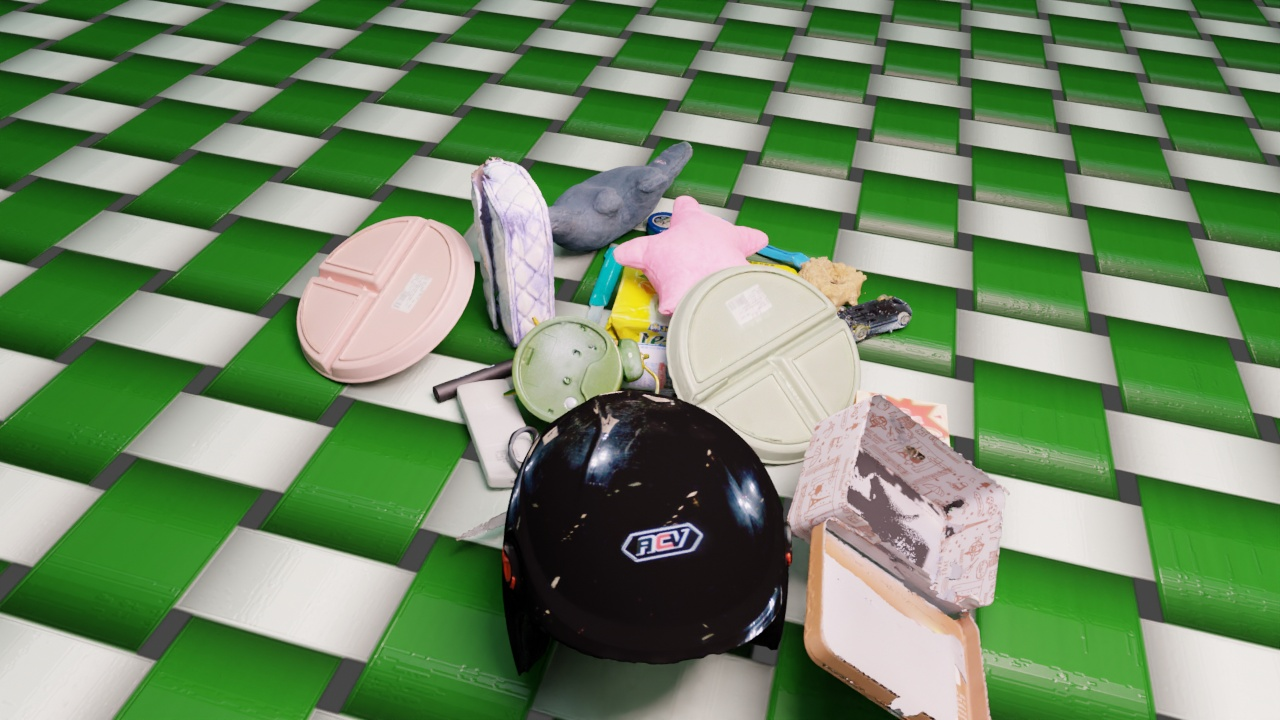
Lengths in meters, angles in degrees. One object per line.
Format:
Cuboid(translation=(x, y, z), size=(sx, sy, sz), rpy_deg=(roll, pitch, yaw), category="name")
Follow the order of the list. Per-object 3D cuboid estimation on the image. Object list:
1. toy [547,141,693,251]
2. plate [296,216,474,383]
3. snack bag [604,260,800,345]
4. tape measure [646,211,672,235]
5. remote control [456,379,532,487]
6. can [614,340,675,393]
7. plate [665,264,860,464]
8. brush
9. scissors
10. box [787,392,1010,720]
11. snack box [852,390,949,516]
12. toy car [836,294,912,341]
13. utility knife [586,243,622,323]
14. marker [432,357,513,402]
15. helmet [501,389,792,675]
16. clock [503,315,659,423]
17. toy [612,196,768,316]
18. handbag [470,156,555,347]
Cuboid(translation=(-0.044, -0.212, 1.233), size=(0.091, 0.138, 0.355), rpy_deg=(52, 45, 0), category="toy")
Cuboid(translation=(-0.301, -0.079, 1.065), size=(0.230, 0.028, 0.229), rpy_deg=(-10, 56, 15), category="plate")
Cuboid(translation=(0.080, -0.060, 1.107), size=(0.246, 0.068, 0.157), rpy_deg=(7, 40, 5), category="snack bag")
Cuboid(translation=(0.036, -0.186, 1.284), size=(0.058, 0.025, 0.054), rpy_deg=(-25, 46, -34), category="tape measure")
Cuboid(translation=(-0.150, 0.075, 0.970), size=(0.058, 0.021, 0.150), rpy_deg=(-8, 42, -21), category="remote control")
Cuboid(translation=(-0.006, 0.006, 1.036), size=(0.134, 0.053, 0.053), rpy_deg=(6, 41, 3), category="can")
Cuboid(translation=(0.139, -0.002, 0.986), size=(0.230, 0.028, 0.229), rpy_deg=(7, 68, -18), category="plate")
Cuboid(translation=(0.194, -0.135, 1.230), size=(0.083, 0.046, 0.255), rpy_deg=(-32, 48, -29), category="brush")
Cuboid(translation=(-0.095, 0.141, 0.890), size=(0.159, 0.014, 0.176), rpy_deg=(7, 51, -12), category="scissors")
Cuboid(translation=(0.211, 0.176, 0.766), size=(0.178, 0.088, 0.261), rpy_deg=(35, 50, -14), category="box")
Cuboid(translation=(0.256, 0.094, 0.929), size=(0.093, 0.077, 0.094), rpy_deg=(9, 41, 8), category="snack box")
Cuboid(translation=(0.286, -0.050, 1.135), size=(0.105, 0.031, 0.049), rpy_deg=(-16, 45, -19), category="toy car")
Cuboid(translation=(-0.046, -0.099, 1.187), size=(0.029, 0.013, 0.192), rpy_deg=(7, 39, 7), category="utility knife")
Cuboid(translation=(-0.171, 0.018, 1.040), size=(0.131, 0.020, 0.022), rpy_deg=(-21, 70, -27), category="marker")
Cuboid(translation=(0.002, 0.140, 0.747), size=(0.233, 0.230, 0.275), rpy_deg=(-5, 3, -9), category="helmet")
Cuboid(translation=(-0.059, 0.019, 0.979), size=(0.161, 0.056, 0.116), rpy_deg=(19, 83, 7), category="clock")
Cuboid(translation=(0.070, -0.109, 1.058), size=(0.178, 0.075, 0.194), rpy_deg=(32, 50, 15), category="toy")
Cuboid(translation=(-0.149, -0.120, 1.066), size=(0.075, 0.194, 0.134), rpy_deg=(-13, 43, -16), category="handbag")
